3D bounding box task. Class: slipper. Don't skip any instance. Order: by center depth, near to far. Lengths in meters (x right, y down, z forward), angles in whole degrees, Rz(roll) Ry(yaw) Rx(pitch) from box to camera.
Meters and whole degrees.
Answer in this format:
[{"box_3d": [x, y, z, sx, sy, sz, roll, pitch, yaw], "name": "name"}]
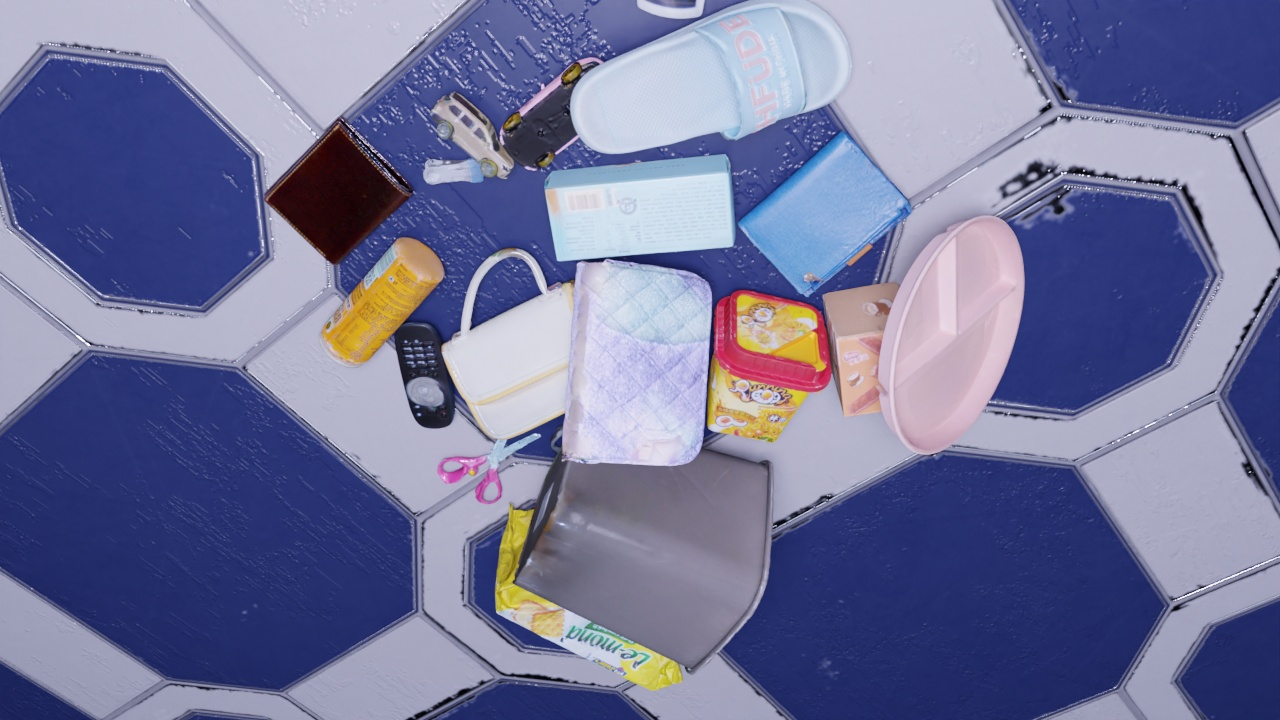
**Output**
[{"box_3d": [0.061, -0.235, 0.776, 0.245, 0.074, 0.104, -16, 118, -1], "name": "slipper"}]

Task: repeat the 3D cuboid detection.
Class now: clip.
[{"box_3d": [-0.177, -0.180, 0.869, 0.056, 0.029, 0.024, -1, 124, -5], "name": "clip"}]

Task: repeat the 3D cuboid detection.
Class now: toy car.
[{"box_3d": [-0.072, -0.223, 0.826, 0.123, 0.037, 0.056, -32, 119, 22], "name": "toy car"}, {"box_3d": [-0.150, -0.204, 0.838, 0.035, 0.042, 0.090, -38, 113, 21], "name": "toy car"}]

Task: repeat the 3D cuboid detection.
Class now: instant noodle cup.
[{"box_3d": [0.120, 0.011, 0.928, 0.116, 0.115, 0.124, 12, 134, -6], "name": "instant noodle cup"}]

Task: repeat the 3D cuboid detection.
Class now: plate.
[{"box_3d": [0.292, -0.023, 0.862, 0.028, 0.228, 0.230, 21, 135, 43], "name": "plate"}]

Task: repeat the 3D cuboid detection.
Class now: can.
[{"box_3d": [-0.262, -0.057, 0.926, 0.058, 0.058, 0.146, 39, 116, -20], "name": "can"}]

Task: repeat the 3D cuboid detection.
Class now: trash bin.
[{"box_3d": [0.000, 0.184, 0.968, 0.219, 0.198, 0.199, 21, 132, -8], "name": "trash bin"}]

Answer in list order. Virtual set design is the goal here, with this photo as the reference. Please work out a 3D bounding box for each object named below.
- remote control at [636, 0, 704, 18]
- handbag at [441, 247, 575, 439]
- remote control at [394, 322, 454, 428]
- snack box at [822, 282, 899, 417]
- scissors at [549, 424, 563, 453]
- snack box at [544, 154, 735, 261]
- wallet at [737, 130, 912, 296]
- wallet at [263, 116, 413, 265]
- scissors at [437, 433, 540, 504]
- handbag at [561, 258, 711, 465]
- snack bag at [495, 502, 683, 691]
[{"box_3d": [0.034, -0.358, 0.746, 0.058, 0.021, 0.150, 7, 121, -2], "name": "remote control"}, {"box_3d": [-0.125, -0.021, 0.939, 0.163, 0.063, 0.179, -25, 110, 12], "name": "handbag"}, {"box_3d": [-0.231, 0.014, 0.989, 0.053, 0.024, 0.137, -2, 123, 2], "name": "remote control"}, {"box_3d": [0.230, -0.012, 0.912, 0.077, 0.092, 0.094, -9, 121, 8], "name": "snack box"}, {"box_3d": [-0.063, 0.038, 1.004, 0.173, 0.014, 0.160, 4, 122, -1], "name": "scissors"}, {"box_3d": [0.001, -0.143, 0.864, 0.175, 0.051, 0.074, -4, 123, 6], "name": "snack box"}, {"box_3d": [0.175, -0.136, 0.870, 0.106, 0.040, 0.133, 44, 115, -13], "name": "wallet"}, {"box_3d": [-0.293, -0.160, 0.886, 0.122, 0.020, 0.096, -36, 109, 23], "name": "wallet"}, {"box_3d": [-0.165, 0.120, 1.060, 0.136, 0.017, 0.105, -27, 116, 14], "name": "scissors"}, {"box_3d": [-0.005, 0.005, 0.891, 0.134, 0.076, 0.194, 6, 87, -23], "name": "handbag"}, {"box_3d": [-0.057, 0.266, 1.065, 0.246, 0.157, 0.068, 32, 111, -17], "name": "snack bag"}]
